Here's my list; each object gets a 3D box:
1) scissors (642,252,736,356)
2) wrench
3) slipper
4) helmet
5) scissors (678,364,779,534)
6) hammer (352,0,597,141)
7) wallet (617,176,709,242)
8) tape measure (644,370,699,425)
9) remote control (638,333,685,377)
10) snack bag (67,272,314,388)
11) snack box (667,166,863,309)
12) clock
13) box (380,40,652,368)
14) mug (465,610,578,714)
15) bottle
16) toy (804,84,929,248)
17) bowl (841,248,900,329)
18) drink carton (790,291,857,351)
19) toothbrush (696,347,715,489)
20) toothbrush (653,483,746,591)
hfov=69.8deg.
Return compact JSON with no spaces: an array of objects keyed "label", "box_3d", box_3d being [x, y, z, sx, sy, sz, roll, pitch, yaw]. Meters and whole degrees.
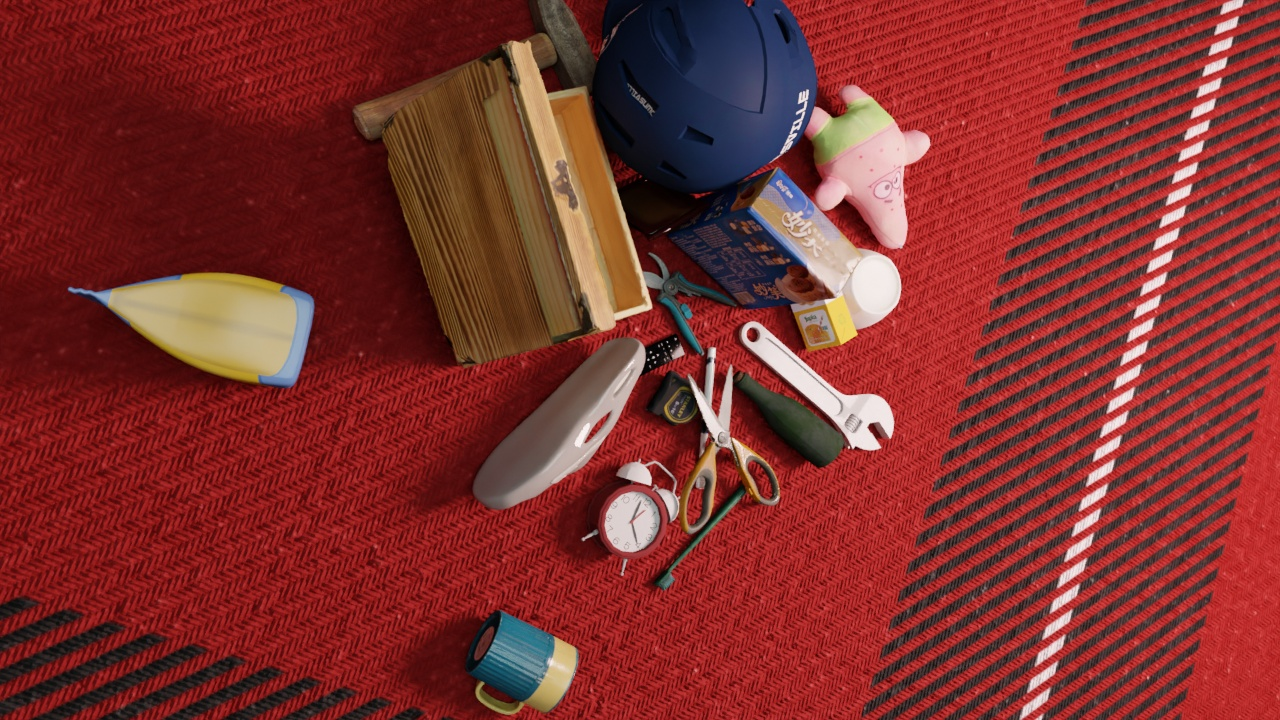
[{"label":"scissors","box_3d":[0.064,-0.079,1.195,0.124,0.019,0.154,-23,98,-21]},{"label":"wrench","box_3d":[0.245,0.030,1.265,0.273,0.018,0.086,40,75,-15]},{"label":"slipper","box_3d":[-0.079,0.088,1.093,0.265,0.113,0.080,-49,124,-16]},{"label":"helmet","box_3d":[0.044,-0.318,1.044,0.222,0.233,0.272,-26,76,-40]},{"label":"scissors","box_3d":[0.098,0.123,1.171,0.216,0.016,0.225,-42,110,-27]},{"label":"hammer","box_3d":[-0.201,-0.339,1.087,0.300,0.037,0.158,-31,99,-20]},{"label":"wallet","box_3d":[0.015,-0.190,1.131,0.091,0.115,0.018,-33,133,-20]},{"label":"tape measure","box_3d":[0.046,0.051,1.175,0.061,0.034,0.061,33,89,-13]},{"label":"remote control","box_3d":[-0.007,0.007,1.168,0.139,0.009,0.030,-26,98,-21]},{"label":"snack bag","box_3d":[-0.440,-0.039,0.917,0.205,0.159,0.102,14,84,-20]},{"label":"snack box","box_3d":[0.148,-0.141,1.128,0.155,0.203,0.069,41,74,-18]},{"label":"clock","box_3d":[-0.010,0.188,1.140,0.096,0.048,0.137,45,75,-15]},{"label":"box","box_3d":[-0.126,-0.150,0.964,0.283,0.324,0.279,-19,97,-20]},{"label":"mug","box_3d":[-0.147,0.361,1.068,0.107,0.083,0.114,32,105,-17]},{"label":"bottle","box_3d":[0.191,0.072,1.223,0.174,0.055,0.055,39,75,-13]},{"label":"toy","box_3d":[0.312,-0.258,1.263,0.192,0.097,0.237,-33,108,-11]},{"label":"bowl","box_3d":[0.306,-0.101,1.267,0.116,0.066,0.116,1,88,-22]},{"label":"drink carton","box_3d":[0.238,-0.080,1.237,0.040,0.059,0.122,-27,99,-39]},{"label":"toothbrush","box_3d":[0.088,0.075,1.200,0.012,0.017,0.186,10,83,-53]},{"label":"toothbrush","box_3d":[0.086,0.225,1.194,0.189,0.016,0.017,-45,101,-17]}]
